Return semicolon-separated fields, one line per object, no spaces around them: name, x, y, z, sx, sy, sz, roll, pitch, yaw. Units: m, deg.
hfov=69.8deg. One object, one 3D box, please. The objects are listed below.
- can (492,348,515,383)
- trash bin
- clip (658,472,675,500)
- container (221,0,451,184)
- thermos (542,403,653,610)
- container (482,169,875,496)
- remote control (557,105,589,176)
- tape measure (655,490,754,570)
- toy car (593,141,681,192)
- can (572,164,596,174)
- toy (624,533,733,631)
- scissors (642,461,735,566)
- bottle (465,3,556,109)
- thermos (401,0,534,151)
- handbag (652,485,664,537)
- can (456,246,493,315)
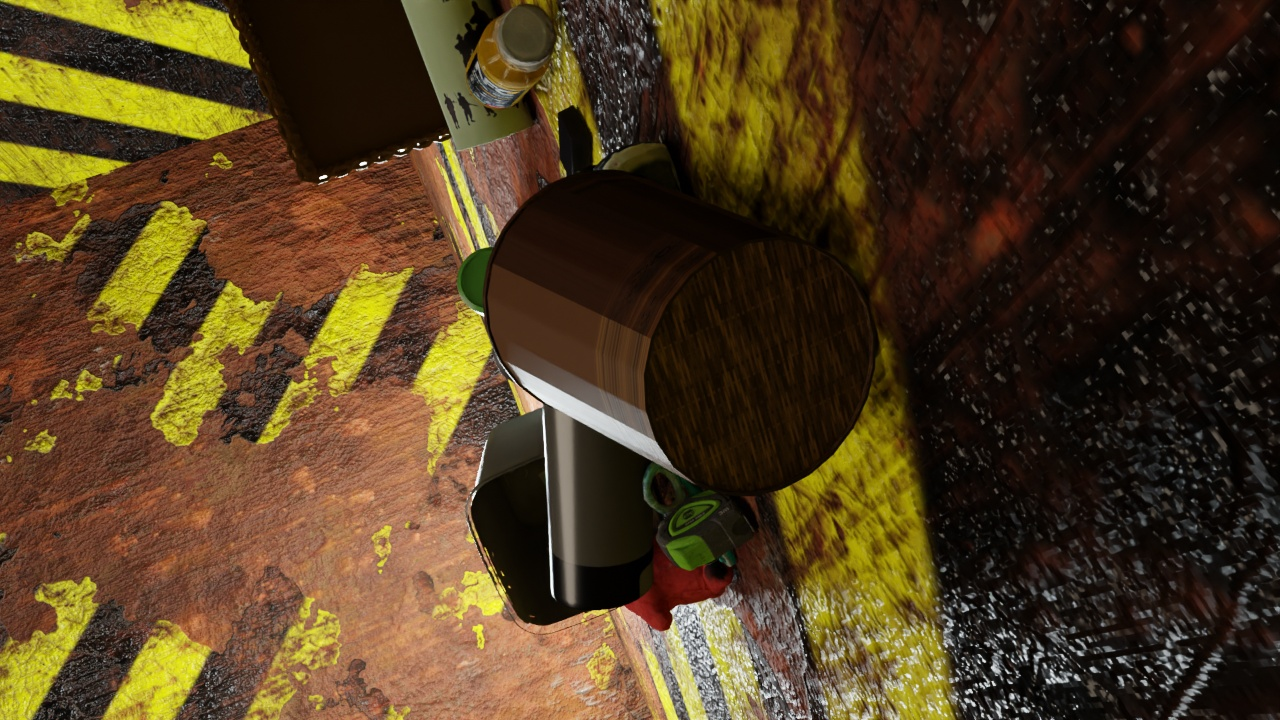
can;-0.087;-0.020;0.899;0.128;0.064;0.064;-20;93;42
trash bin;-0.087;0.155;1.054;0.220;0.197;0.197;-127;16;-72
clip;0.024;0.114;0.881;0.052;0.014;0.041;132;115;-75
container;-0.301;-0.346;0.982;0.214;0.219;0.252;-141;31;-68
thermos;-0.032;0.066;0.701;0.082;0.082;0.241;-139;46;-67
container;0.014;-0.015;0.416;0.167;0.132;0.132;31;142;63
remote control;-0.052;-0.147;0.725;0.137;0.015;0.032;98;148;-69
tape measure;0.046;0.125;0.669;0.036;0.065;0.058;57;-177;-20
toy car;0.009;-0.070;0.516;0.033;0.047;0.105;17;131;50
can;-0.008;-0.058;0.590;0.054;0.054;0.137;99;147;-69
toy;0.014;0.193;0.805;0.094;0.133;0.088;72;-177;-72
scissors;0.045;0.118;0.718;0.015;0.066;0.135;4;135;48
bottle;-0.098;-0.227;0.693;0.186;0.053;0.053;-152;41;-73
thermos;-0.165;-0.308;0.805;0.082;0.082;0.231;-143;32;-69
handbag;-0.023;0.092;0.870;0.144;0.068;0.170;-38;-56;-72
can;-0.174;-0.089;1.169;0.144;0.083;0.083;45;-159;-81
